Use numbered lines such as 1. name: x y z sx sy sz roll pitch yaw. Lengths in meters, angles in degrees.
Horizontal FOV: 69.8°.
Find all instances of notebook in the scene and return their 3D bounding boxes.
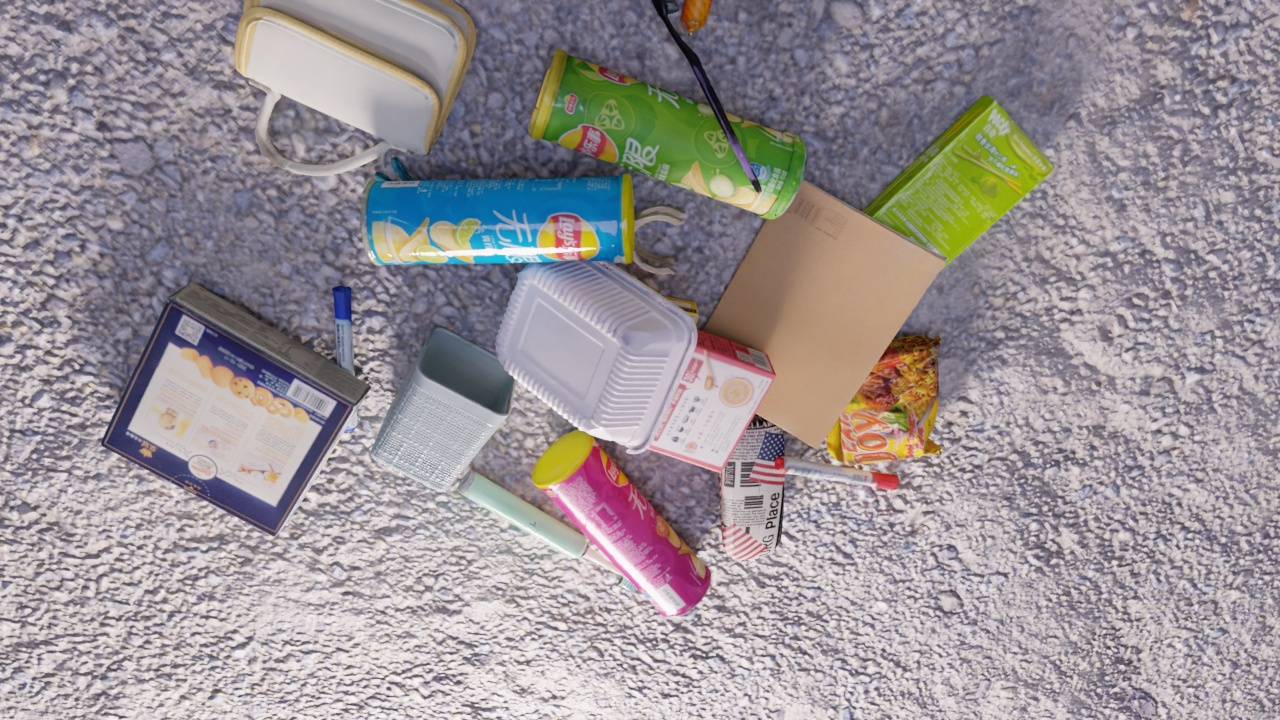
1. notebook: 0.148 -0.039 0.818 0.149 0.012 0.212 30 115 4

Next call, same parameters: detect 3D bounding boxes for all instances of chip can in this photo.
1. chip can: -0.111 -0.112 0.738 0.210 0.071 0.071 -1 117 4
2. chip can: -0.015 0.165 0.910 0.071 0.071 0.210 -33 115 14
3. chip can: 0.024 -0.177 0.733 0.221 0.072 0.073 17 115 -11

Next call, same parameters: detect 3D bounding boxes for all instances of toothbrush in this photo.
1. toothbrush: 0.052 -0.212 0.703 0.016 0.014 0.189 -25 85 -19
2. toothbrush: -0.088 0.177 0.938 0.224 0.026 0.027 34 89 -18

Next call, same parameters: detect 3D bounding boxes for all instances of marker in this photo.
1. marker: 0.194 0.111 0.899 0.145 0.017 0.017 12 117 -26
2. marker: -0.271 0.001 0.844 0.017 0.016 0.146 4 117 -5

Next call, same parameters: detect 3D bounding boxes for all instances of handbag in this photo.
1. handbag: -0.231 -0.215 0.714 0.163 0.063 0.179 22 118 -11

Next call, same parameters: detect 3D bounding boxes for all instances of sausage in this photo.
1. sausage: 0.061 -0.326 0.686 0.021 0.021 0.165 13 116 -9

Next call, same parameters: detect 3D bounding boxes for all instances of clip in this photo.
1. clip: -0.003 -0.119 0.786 0.102 0.035 0.094 33 116 -9
2. clip: -0.197 -0.144 0.774 0.049 0.015 0.057 -32 117 16

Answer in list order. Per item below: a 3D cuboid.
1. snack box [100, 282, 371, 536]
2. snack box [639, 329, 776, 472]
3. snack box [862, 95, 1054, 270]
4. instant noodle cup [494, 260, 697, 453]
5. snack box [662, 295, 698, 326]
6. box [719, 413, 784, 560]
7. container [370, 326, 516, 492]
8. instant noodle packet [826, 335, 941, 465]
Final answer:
1. snack box: -0.371 0.050 0.841 0.178 0.045 0.183 32 114 -12
2. snack box: 0.038 0.029 0.820 0.127 0.044 0.113 19 116 -15
3. snack box: 0.264 -0.139 0.788 0.086 0.026 0.157 38 110 -19
4. instant noodle cup: -0.051 -0.012 0.768 0.173 0.060 0.138 36 117 28
5. snack box: -0.005 0.005 0.849 0.087 0.033 0.141 10 115 -8
6. box: 0.109 0.125 0.915 0.071 0.060 0.164 -12 119 -22
7. container: -0.180 0.048 0.834 0.090 0.090 0.112 29 115 -16
8. instant noodle packet: 0.231 0.042 0.872 0.111 0.044 0.128 -6 118 6
